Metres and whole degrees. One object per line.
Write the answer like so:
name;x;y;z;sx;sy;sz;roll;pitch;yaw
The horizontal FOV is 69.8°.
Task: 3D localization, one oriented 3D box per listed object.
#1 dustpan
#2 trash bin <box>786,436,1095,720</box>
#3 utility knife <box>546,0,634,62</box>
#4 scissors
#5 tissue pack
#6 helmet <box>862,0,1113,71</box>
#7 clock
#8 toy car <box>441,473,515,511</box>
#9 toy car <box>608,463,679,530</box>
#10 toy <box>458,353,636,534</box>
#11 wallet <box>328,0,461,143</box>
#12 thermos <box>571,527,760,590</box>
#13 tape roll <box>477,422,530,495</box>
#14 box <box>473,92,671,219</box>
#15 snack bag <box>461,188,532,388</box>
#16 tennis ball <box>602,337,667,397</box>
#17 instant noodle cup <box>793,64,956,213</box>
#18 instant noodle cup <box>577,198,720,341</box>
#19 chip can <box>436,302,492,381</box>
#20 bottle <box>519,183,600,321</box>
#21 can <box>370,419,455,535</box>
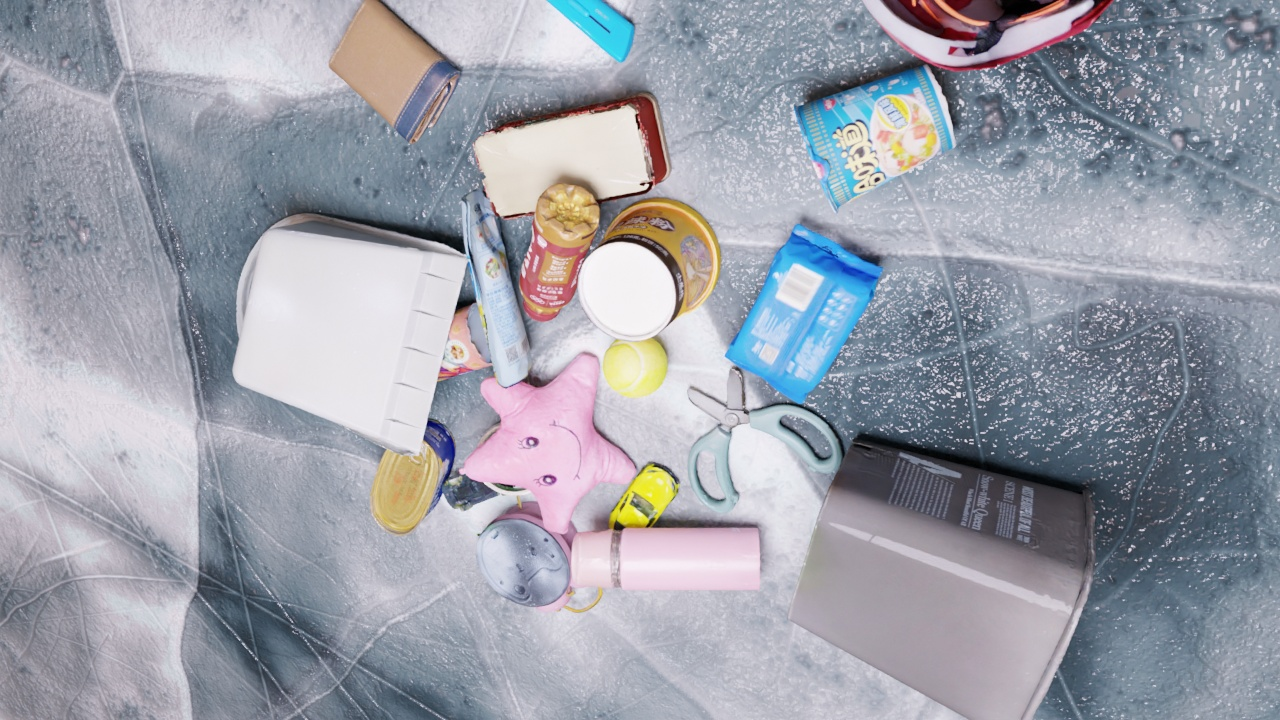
dustpan;-0.329;-0.047;0.992;0.257;0.142;0.223;15;98;-6
trash bin;0.271;0.191;0.842;0.220;0.198;0.199;20;117;18
utility knife;-0.078;-0.335;0.823;0.179;0.018;0.034;39;120;1
scissors;0.125;0.091;0.940;0.179;0.019;0.170;8;114;17
tissue pack;0.149;-0.041;0.853;0.095;0.052;0.157;29;119;7
helmet;0.254;-0.325;0.643;0.240;0.143;0.207;-24;104;12
clock;-0.112;0.233;1.064;0.158;0.059;0.117;44;118;-1
toy car;-0.185;0.142;1.063;0.091;0.034;0.043;-22;100;12
toy car;0.001;0.159;1.006;0.048;0.032;0.105;35;118;3
toy;-0.104;0.099;0.979;0.178;0.074;0.195;-18;108;-4
wallet;-0.241;-0.282;0.897;0.115;0.033;0.090;41;117;0
thermos;0.028;0.213;0.985;0.199;0.087;0.067;-2;80;6
tape roll;-0.142;0.109;1.028;0.086;0.014;0.086;0;104;0
box;-0.066;-0.188;0.850;0.169;0.077;0.091;-6;111;21
snack bag;-0.144;-0.076;0.910;0.039;0.110;0.191;-4;112;14
tennis ball;-0.005;0.005;0.921;0.065;0.065;0.065;7;115;16
instant noodle cup;0.195;-0.186;0.754;0.110;0.099;0.099;-20;105;17
instant noodle cup;0.004;-0.080;0.852;0.118;0.114;0.119;8;115;17
chip can;-0.252;-0.003;1.002;0.215;0.071;0.071;-16;106;24
bottle;-0.082;-0.095;0.871;0.057;0.057;0.175;33;151;3
can;-0.268;0.138;1.082;0.074;0.049;0.148;28;119;5
